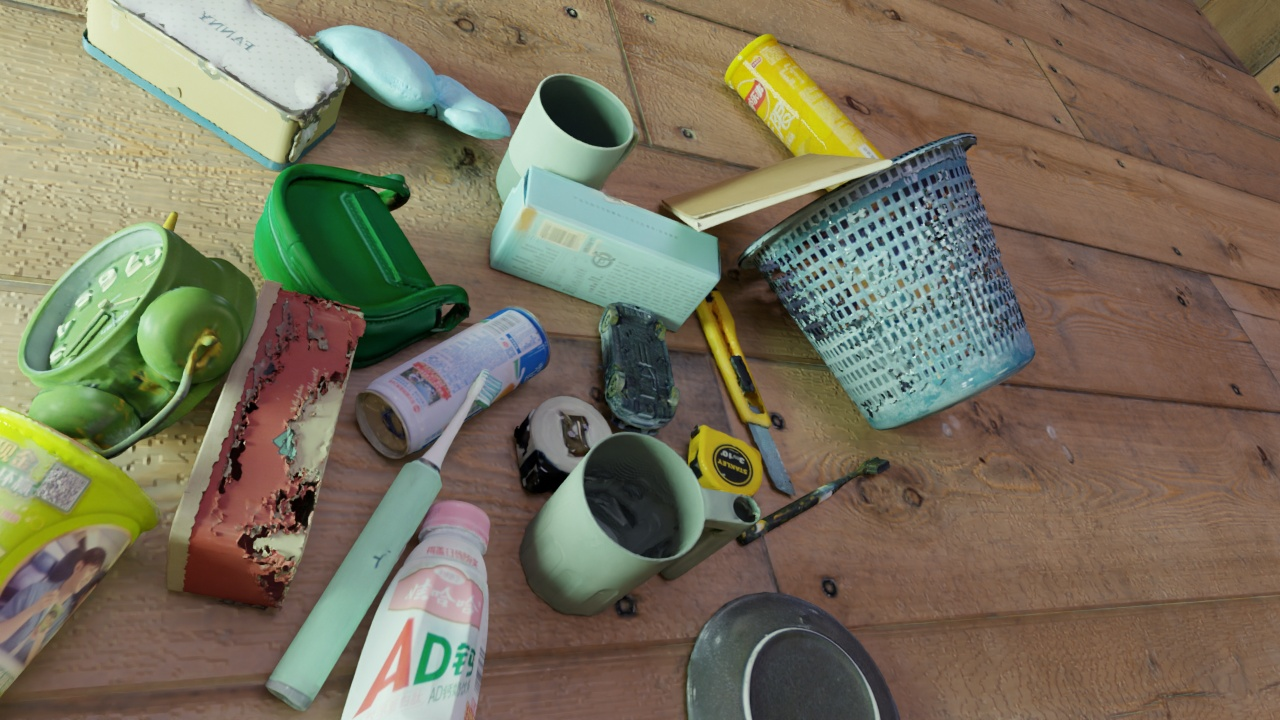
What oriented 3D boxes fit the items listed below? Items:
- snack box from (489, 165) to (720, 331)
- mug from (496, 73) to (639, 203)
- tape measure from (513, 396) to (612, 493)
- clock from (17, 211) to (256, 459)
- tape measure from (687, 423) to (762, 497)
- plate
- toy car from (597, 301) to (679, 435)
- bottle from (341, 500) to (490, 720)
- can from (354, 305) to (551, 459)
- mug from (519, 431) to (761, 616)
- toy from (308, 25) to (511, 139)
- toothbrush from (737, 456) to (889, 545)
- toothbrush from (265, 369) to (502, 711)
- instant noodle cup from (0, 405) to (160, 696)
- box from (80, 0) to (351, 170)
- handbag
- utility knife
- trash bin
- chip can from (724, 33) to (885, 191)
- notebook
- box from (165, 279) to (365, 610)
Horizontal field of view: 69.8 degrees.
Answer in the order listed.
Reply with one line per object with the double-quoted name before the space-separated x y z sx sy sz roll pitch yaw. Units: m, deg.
"snack box" -0.027 -0.087 0.736 0.174 0.074 0.051 19 49 -20
"mug" -0.055 -0.168 0.757 0.111 0.107 0.082 -16 66 -39
"tape measure" -0.053 0.059 0.638 0.065 0.034 0.066 4 56 -32
"clock" -0.263 -0.009 0.481 0.161 0.116 0.056 49 -1 44
"tape measure" 0.062 0.084 0.696 0.060 0.029 0.057 23 47 -17
"plate" 0.112 0.238 0.615 0.179 0.024 0.179 17 50 -21
"toy car" -0.004 0.004 0.710 0.054 0.037 0.120 15 43 -22
"bottle" -0.118 0.167 0.494 0.068 0.068 0.196 22 45 -18
"can" -0.122 0.013 0.614 0.053 0.053 0.134 47 46 7
"mug" -0.003 0.110 0.583 0.123 0.104 0.083 14 51 -25
"toy" -0.190 -0.226 0.741 0.161 0.050 0.156 40 16 36
"toothbrush" 0.143 0.110 0.737 0.185 0.017 0.012 -18 105 -40
"toothbrush" -0.141 0.092 0.531 0.027 0.027 0.223 39 56 -18
"instant noodle cup" -0.301 0.097 0.406 0.111 0.112 0.123 29 53 -11
"box" -0.312 -0.223 0.669 0.184 0.061 0.089 33 45 -4
"handbag" -0.189 -0.069 0.623 0.120 0.068 0.131 -21 70 -42
"utility knife" 0.086 0.017 0.772 0.033 0.015 0.214 -4 60 -31
"trash bin" 0.227 -0.054 0.797 0.225 0.227 0.195 -22 83 -41
"chip can" 0.187 -0.258 1.004 0.213 0.072 0.071 49 46 9
"notebook" 0.101 -0.145 0.760 0.149 0.211 0.012 -18 105 -1
"box" -0.198 0.046 0.514 0.077 0.092 0.168 16 50 -18
